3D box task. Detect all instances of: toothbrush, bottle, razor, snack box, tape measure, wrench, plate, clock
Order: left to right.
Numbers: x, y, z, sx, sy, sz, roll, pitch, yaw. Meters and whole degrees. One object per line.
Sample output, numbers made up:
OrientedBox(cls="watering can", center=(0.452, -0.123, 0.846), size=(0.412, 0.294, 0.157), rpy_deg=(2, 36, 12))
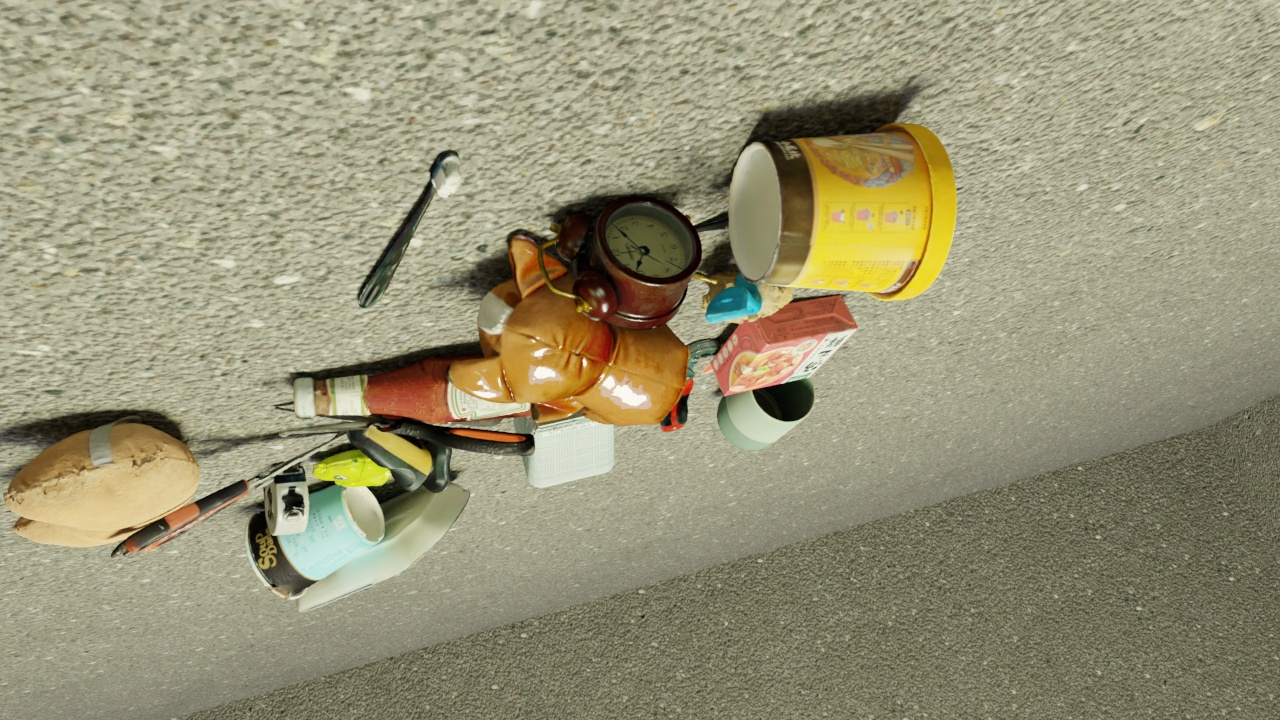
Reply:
OrientedBox(cls="tape measure", center=(-0.363, 0.145, 0.938), size=(0.033, 0.066, 0.066), rpy_deg=(-2, 156, -33))
OrientedBox(cls="plate", center=(-0.323, 0.217, 1.114), size=(0.266, 0.034, 0.161), rpy_deg=(-25, -160, 26))
OrientedBox(cls="razor", center=(-0.239, 0.087, 0.914), size=(0.067, 0.062, 0.167), rpy_deg=(-46, 155, -7))
OrientedBox(cls="toothbrush", center=(-0.152, -0.075, 0.592), size=(0.015, 0.018, 0.182), rpy_deg=(-5, 159, -36))
OrientedBox(cls="bottle", center=(-0.183, 0.026, 0.776), size=(0.206, 0.059, 0.060), rpy_deg=(-4, 157, -16))
OrientedBox(cls="clock", center=(-0.012, -0.066, 0.627), size=(0.121, 0.082, 0.055), rpy_deg=(-8, 154, -24))
OrientedBox(cls="wrench", center=(0.047, 0.037, 1.048), size=(0.056, 0.016, 0.274), rpy_deg=(-12, 159, -10))
OrientedBox(cls="toothbrush", center=(0.085, -0.109, 0.686), size=(0.189, 0.016, 0.014), rpy_deg=(-21, 160, 9))
OrientedBox(cls="snack box", center=(0.139, -0.009, 0.931), size=(0.113, 0.044, 0.127), rpy_deg=(-11, 155, -26))

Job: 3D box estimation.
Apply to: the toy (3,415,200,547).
OrientedBox(cls="toy", center=(-0.451, 0.114, 0.780), size=(0.143, 0.082, 0.227), rpy_deg=(-7, 163, -33))

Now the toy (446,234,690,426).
OrientedBox(cls="toy", center=(-0.054, -0.014, 0.709), size=(0.131, 0.140, 0.199), rpy_deg=(21, -176, 37))

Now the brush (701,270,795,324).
OrientedBox(cls="brush", center=(0.075, -0.047, 0.677), size=(0.083, 0.046, 0.254), rpy_deg=(-10, -175, 12))

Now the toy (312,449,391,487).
OrientedBox(cls="toy", center=(-0.294, 0.113, 0.960), size=(0.096, 0.031, 0.100), rpy_deg=(-6, 162, -25))

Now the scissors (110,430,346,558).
OrientedBox(cls="scissors", center=(-0.361, 0.117, 0.828), size=(0.199, 0.015, 0.204), rpy_deg=(-31, 180, 15))

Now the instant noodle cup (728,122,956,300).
OrientedBox(cls="instant noodle cup", center=(0.127, -0.098, 0.613), size=(0.114, 0.118, 0.119), rpy_deg=(-3, 158, -15))

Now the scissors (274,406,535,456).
OrientedBox(cls="scissors", center=(-0.198, 0.059, 0.811), size=(0.221, 0.022, 0.227), rpy_deg=(10, -171, 14))

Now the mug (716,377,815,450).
OrientedBox(cls="mug", center=(0.151, 0.045, 1.072), size=(0.111, 0.082, 0.107), rpy_deg=(-42, 174, -31))

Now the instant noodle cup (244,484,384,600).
OrientedBox(cls="instant noodle cup", center=(-0.358, 0.194, 1.031), size=(0.120, 0.111, 0.111), rpy_deg=(-26, 159, 7))

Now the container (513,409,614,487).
OrientedBox(cls="container", center=(-0.073, 0.054, 0.882), size=(0.090, 0.089, 0.112), rpy_deg=(-12, 152, -12))
